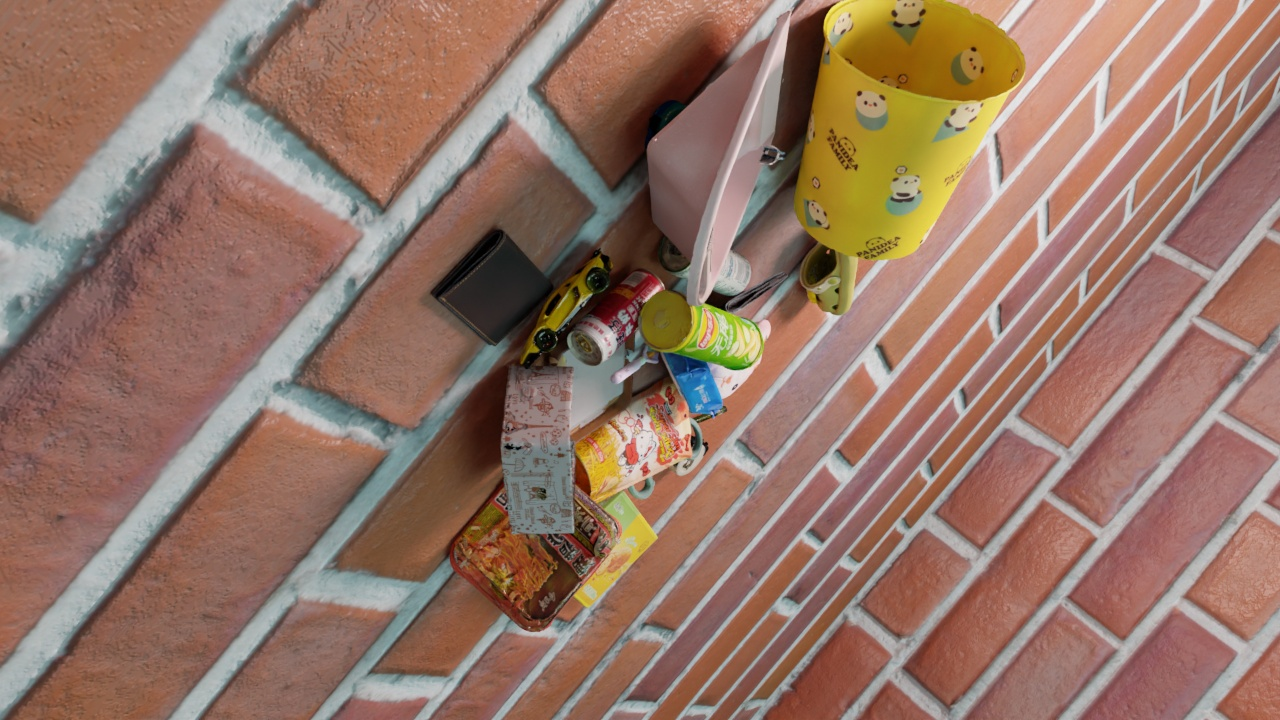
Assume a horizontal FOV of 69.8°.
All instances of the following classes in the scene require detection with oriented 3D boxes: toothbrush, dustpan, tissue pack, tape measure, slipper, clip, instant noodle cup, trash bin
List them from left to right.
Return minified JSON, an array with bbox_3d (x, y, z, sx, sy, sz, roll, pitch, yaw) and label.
[{"bbox_3d":[-0.133,0.236,1.188,0.189,0.164,0.079,-49,173,0],"label":"instant noodle cup"},{"bbox_3d":[-0.007,0.007,1.134,0.021,0.029,0.189,-34,180,17],"label":"toothbrush"},{"bbox_3d":[0.033,-0.250,0.984,0.058,0.025,0.055,-25,142,-36],"label":"tape measure"},{"bbox_3d":[0.071,0.149,1.453,0.066,0.033,0.065,-55,147,8],"label":"tape measure"},{"bbox_3d":[0.072,0.101,1.418,0.185,0.017,0.012,-18,120,-40],"label":"toothbrush"},{"bbox_3d":[0.065,0.012,1.242,0.052,0.095,0.157,-24,147,3],"label":"tissue pack"},{"bbox_3d":[0.110,-0.195,0.996,0.273,0.139,0.223,-41,162,-8],"label":"dustpan"},{"bbox_3d":[0.149,-0.234,1.047,0.057,0.025,0.030,-33,137,-68],"label":"clip"},{"bbox_3d":[0.279,-0.138,1.380,0.081,0.091,0.191,-5,153,2],"label":"slipper"},{"bbox_3d":[0.307,-0.278,1.129,0.229,0.229,0.256,-31,150,-29],"label":"trash bin"}]

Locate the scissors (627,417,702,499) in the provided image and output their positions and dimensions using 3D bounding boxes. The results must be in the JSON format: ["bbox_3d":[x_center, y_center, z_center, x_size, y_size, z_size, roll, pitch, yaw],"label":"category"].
[{"bbox_3d":[0.041,0.120,1.363,0.178,0.019,0.173,-11,116,-38],"label":"scissors"}]

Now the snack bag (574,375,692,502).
[{"bbox_3d":[-0.012,0.114,1.268,0.207,0.073,0.129,-25,110,-32],"label":"snack bag"}]

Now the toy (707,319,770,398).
[{"bbox_3d":[0.144,-0.004,1.368,0.159,0.054,0.121,-32,146,-41],"label":"toy"}]

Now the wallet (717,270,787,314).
[{"bbox_3d":[0.136,-0.081,1.260,0.120,0.019,0.097,-32,-179,-28],"label":"wallet"}]

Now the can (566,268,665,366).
[{"bbox_3d":[-0.027,-0.051,1.061,0.132,0.053,0.053,-47,153,-38],"label":"can"}]

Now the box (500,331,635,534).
[{"bbox_3d":[-0.090,0.066,1.104,0.179,0.124,0.273,93,19,-45],"label":"box"}]

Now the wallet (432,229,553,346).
[{"bbox_3d":[-0.149,-0.072,0.950,0.096,0.020,0.122,-44,149,-2],"label":"wallet"}]

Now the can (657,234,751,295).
[{"bbox_3d":[0.083,-0.122,1.152,0.146,0.058,0.058,13,113,-56],"label":"can"}]

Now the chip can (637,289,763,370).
[{"bbox_3d":[0.081,-0.033,1.119,0.073,0.072,0.221,-57,152,11],"label":"chip can"}]

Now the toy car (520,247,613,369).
[{"bbox_3d":[-0.084,-0.057,1.008,0.156,0.041,0.071,-51,-174,-3],"label":"toy car"}]

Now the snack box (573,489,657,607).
[{"bbox_3d":[-0.073,0.264,1.358,0.157,0.070,0.210,-43,149,-10],"label":"snack box"}]
